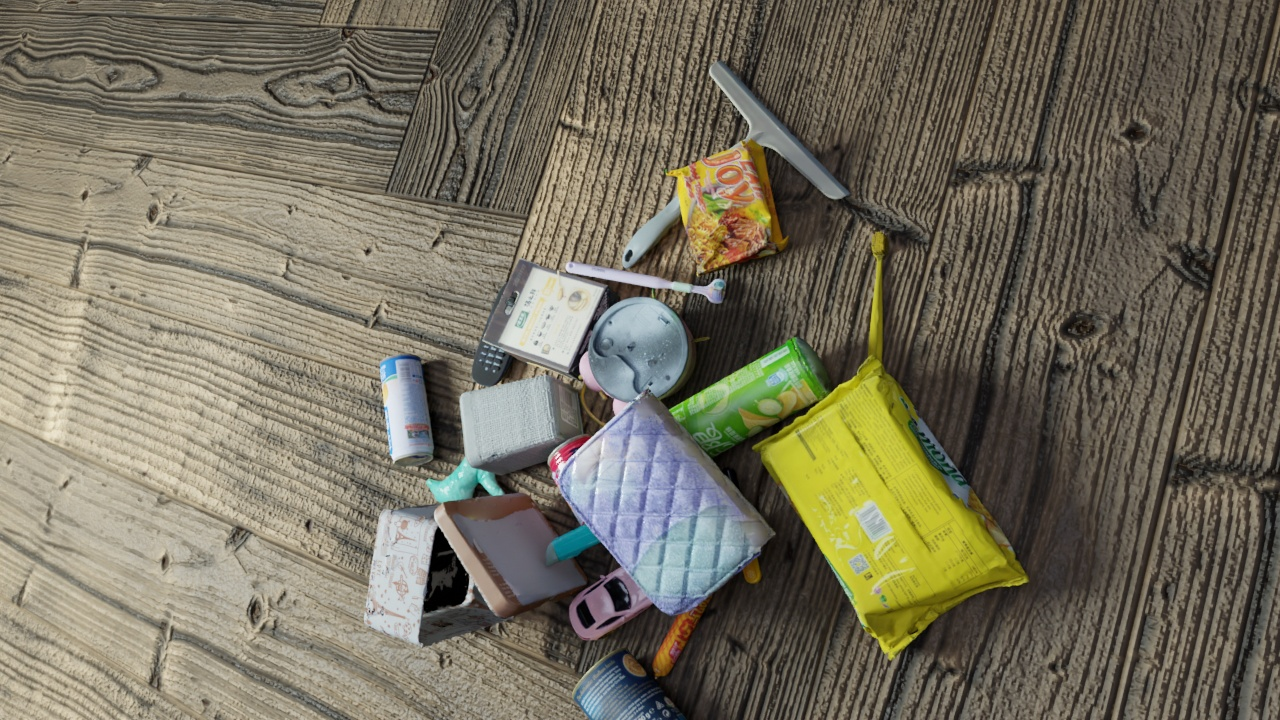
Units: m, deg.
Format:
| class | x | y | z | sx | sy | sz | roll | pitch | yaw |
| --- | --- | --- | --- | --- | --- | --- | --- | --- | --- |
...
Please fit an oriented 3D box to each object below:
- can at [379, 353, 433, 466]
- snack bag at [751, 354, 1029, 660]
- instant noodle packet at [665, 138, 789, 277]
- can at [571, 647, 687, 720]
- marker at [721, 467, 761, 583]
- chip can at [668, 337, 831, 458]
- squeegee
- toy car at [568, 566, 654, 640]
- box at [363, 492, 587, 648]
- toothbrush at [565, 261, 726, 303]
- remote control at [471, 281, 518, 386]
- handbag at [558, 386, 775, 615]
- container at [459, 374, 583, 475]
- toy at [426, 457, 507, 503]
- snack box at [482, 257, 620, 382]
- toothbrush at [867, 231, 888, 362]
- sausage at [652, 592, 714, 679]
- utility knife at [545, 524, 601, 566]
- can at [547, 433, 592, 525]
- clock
| class | x | y | z | sx | sy | sz | roll | pitch | yaw |
| --- | --- | --- | --- | --- | --- | --- | --- | --- | --- |
| can | -0.294 | 0.063 | 1.154 | 0.053 | 0.053 | 0.134 | -20 | 69 | 20 |
| snack bag | 0.226 | 0.138 | 0.869 | 0.158 | 0.068 | 0.246 | -36 | 70 | 15 |
| instant noodle packet | 0.095 | -0.168 | 1.004 | 0.111 | 0.044 | 0.128 | -16 | 90 | 15 |
| can | -0.006 | 0.358 | 0.928 | 0.111 | 0.075 | 0.075 | 43 | 97 | 27 |
| marker | 0.104 | 0.170 | 0.956 | 0.018 | 0.015 | 0.123 | -18 | 68 | 16 |
| chip can | 0.091 | 0.055 | 0.959 | 0.222 | 0.072 | 0.072 | -31 | 66 | 16 |
| squeegee | 0.065 | -0.195 | 1.053 | 0.247 | 0.039 | 0.246 | -41 | 64 | 12 |
| toy car | -0.025 | 0.254 | 0.986 | 0.122 | 0.037 | 0.056 | -36 | 66 | 13 |
| box | -0.157 | 0.219 | 0.976 | 0.178 | 0.182 | 0.153 | 10 | 91 | 27 |
| toothbrush | 0.003 | -0.092 | 1.046 | 0.189 | 0.021 | 0.029 | 11 | 76 | 15 |
| remote control | -0.169 | -0.032 | 1.133 | 0.053 | 0.024 | 0.136 | 17 | 84 | 26 |
| handbag | 0.022 | 0.142 | 0.908 | 0.134 | 0.075 | 0.194 | -42 | 83 | 13 |
| container | -0.133 | 0.072 | 1.055 | 0.114 | 0.090 | 0.090 | -16 | 71 | 18 |
| toy | -0.205 | 0.147 | 1.104 | 0.096 | 0.030 | 0.092 | 42 | 99 | 22 |
| snack box | -0.105 | -0.049 | 1.086 | 0.126 | 0.053 | 0.113 | 19 | 80 | 29 |
| toothbrush | 0.242 | -0.041 | 0.941 | 0.016 | 0.016 | 0.190 | 0 | 77 | 26 |
| sausage | 0.055 | 0.259 | 0.953 | 0.021 | 0.021 | 0.165 | 29 | 91 | 29 |
| utility knife | -0.008 | 0.165 | 0.971 | 0.207 | 0.013 | 0.029 | -23 | 107 | -5 |
| can | -0.055 | 0.135 | 1.012 | 0.066 | 0.066 | 0.093 | -41 | 63 | 11 |
| clock | -0.006 | 0.006 | 1.021 | 0.117 | 0.059 | 0.158 | 44 | 99 | 20 |
